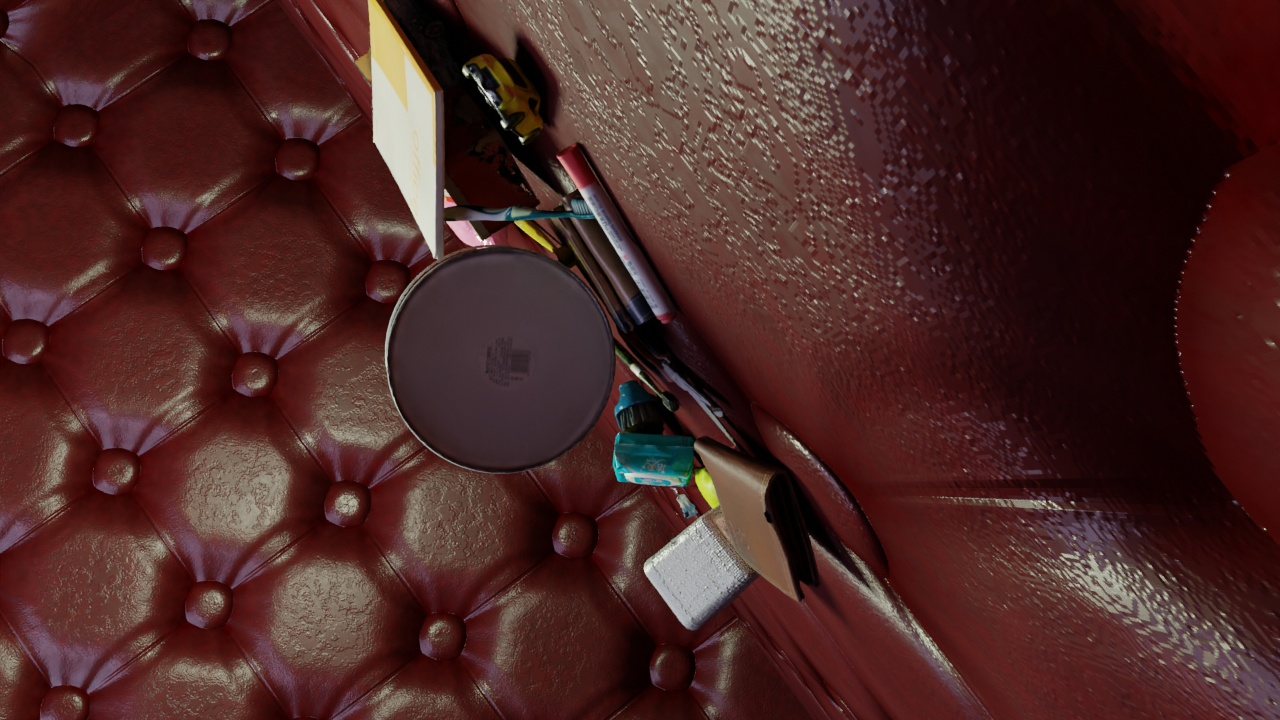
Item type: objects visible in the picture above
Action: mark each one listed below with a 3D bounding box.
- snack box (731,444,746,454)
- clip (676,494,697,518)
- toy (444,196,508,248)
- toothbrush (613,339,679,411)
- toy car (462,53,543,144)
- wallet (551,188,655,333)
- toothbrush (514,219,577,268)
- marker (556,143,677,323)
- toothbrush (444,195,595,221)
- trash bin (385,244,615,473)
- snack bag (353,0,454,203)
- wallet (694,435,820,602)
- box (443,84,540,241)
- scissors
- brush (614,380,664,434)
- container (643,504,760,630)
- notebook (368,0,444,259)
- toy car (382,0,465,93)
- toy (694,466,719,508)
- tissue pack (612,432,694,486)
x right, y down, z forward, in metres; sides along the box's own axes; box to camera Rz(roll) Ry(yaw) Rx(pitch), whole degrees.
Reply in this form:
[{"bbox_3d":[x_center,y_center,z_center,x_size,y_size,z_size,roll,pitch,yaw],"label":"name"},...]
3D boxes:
[{"bbox_3d":[0.107,0.135,0.865,0.075,0.025,0.153,50,172,23],"label":"snack box"},{"bbox_3d":[0.080,0.254,1.598,0.036,0.025,0.058,64,174,-26],"label":"clip"},{"bbox_3d":[-0.225,-0.212,1.157,0.195,0.074,0.178,61,172,-29],"label":"toy"},{"bbox_3d":[-0.006,0.006,1.035,0.186,0.012,0.017,45,163,50],"label":"toothbrush"},{"bbox_3d":[-0.086,-0.177,0.613,0.048,0.032,0.105,53,-176,-1],"label":"toy car"},{"bbox_3d":[-0.032,-0.079,0.732,0.115,0.033,0.090,58,173,-9],"label":"wallet"},{"bbox_3d":[-0.112,-0.139,1.006,0.190,0.015,0.016,44,163,54],"label":"toothbrush"},{"bbox_3d":[-0.014,-0.085,0.639,0.145,0.017,0.017,57,172,-26],"label":"marker"},{"bbox_3d":[-0.099,-0.117,0.706,0.192,0.016,0.018,7,128,38],"label":"toothbrush"},{"bbox_3d":[-0.132,-0.003,0.850,0.229,0.229,0.252,54,173,-7],"label":"trash bin"},{"bbox_3d":[-0.222,-0.255,0.932,0.208,0.073,0.128,64,-164,-49],"label":"snack bag"},{"bbox_3d":[0.094,0.127,0.756,0.101,0.032,0.124,24,139,58],"label":"wallet"},{"bbox_3d":[-0.150,-0.191,0.821,0.168,0.078,0.091,55,177,47],"label":"box"},{"bbox_3d":[0.019,-0.001,0.826,0.226,0.015,0.189,53,173,4],"label":"scissors"},{"bbox_3d":[-0.004,0.062,1.130,0.144,0.055,0.073,77,175,-73],"label":"brush"},{"bbox_3d":[0.081,0.209,0.971,0.090,0.090,0.115,51,130,15],"label":"container"},{"bbox_3d":[-0.195,-0.198,0.757,0.206,0.010,0.146,56,147,41],"label":"notebook"},{"bbox_3d":[-0.189,-0.277,0.777,0.120,0.036,0.054,53,174,26],"label":"toy car"},{"bbox_3d":[0.087,0.151,1.050,0.096,0.031,0.100,51,173,34],"label":"toy"},{"bbox_3d":[0.017,0.121,1.095,0.133,0.093,0.050,79,-166,-75],"label":"tissue pack"}]
